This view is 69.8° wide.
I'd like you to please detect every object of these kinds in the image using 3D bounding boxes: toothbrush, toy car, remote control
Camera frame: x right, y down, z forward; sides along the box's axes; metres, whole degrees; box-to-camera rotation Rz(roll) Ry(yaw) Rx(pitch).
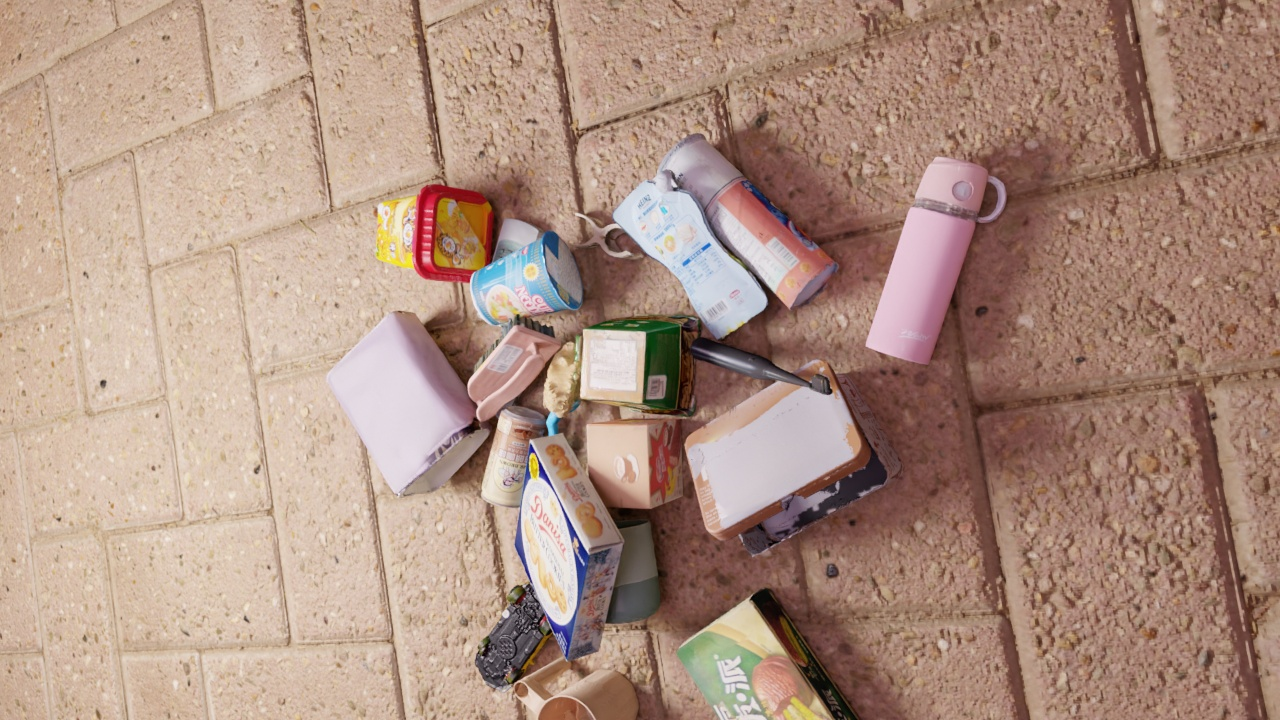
[{"bbox_3d":[0.122,0.006,0.948,0.213,0.026,0.027,20,125,56],"label":"toothbrush"},{"bbox_3d":[-0.152,0.342,1.146,0.071,0.041,0.156,39,105,20],"label":"toy car"},{"bbox_3d":[-0.164,-0.110,1.153,0.056,0.019,0.135,23,101,24],"label":"remote control"}]

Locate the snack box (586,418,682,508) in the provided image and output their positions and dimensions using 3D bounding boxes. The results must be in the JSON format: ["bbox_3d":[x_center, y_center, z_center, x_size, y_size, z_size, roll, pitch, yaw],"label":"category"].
[{"bbox_3d":[-0.005,0.114,1.039,0.077,0.094,0.093,-1,90,26],"label":"snack box"}]

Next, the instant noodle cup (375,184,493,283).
[{"bbox_3d":[-0.265,-0.159,1.159,0.124,0.115,0.116,7,95,37],"label":"instant noodle cup"}]

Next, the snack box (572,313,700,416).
[{"bbox_3d":[-0.006,0.006,1.031,0.118,0.105,0.118,3,93,26],"label":"snack box"}]

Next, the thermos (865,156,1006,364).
[{"bbox_3d":[0.294,-0.096,0.909,0.087,0.067,0.199,16,98,-7],"label":"thermos"}]

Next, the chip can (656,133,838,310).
[{"bbox_3d":[0.113,-0.149,0.987,0.214,0.071,0.071,48,110,18],"label":"chip can"}]

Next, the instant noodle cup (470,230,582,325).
[{"bbox_3d":[-0.138,-0.090,1.093,0.110,0.099,0.099,-18,83,19],"label":"instant noodle cup"}]

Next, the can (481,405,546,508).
[{"bbox_3d":[-0.157,0.119,1.134,0.058,0.058,0.116,20,100,24],"label":"can"}]

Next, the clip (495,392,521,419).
[{"bbox_3d":[-0.163,0.050,1.161,0.024,0.027,0.056,19,89,22],"label":"clip"}]

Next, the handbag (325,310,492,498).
[{"bbox_3d":[-0.292,0.054,1.178,0.145,0.098,0.197,-44,72,22],"label":"handbag"}]

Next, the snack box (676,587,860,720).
[{"bbox_3d":[0.155,0.377,0.983,0.115,0.063,0.240,-41,75,22],"label":"snack box"}]

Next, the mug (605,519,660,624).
[{"bbox_3d":[-0.031,0.244,1.068,0.112,0.082,0.106,-12,86,53],"label":"mug"}]

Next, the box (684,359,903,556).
[{"bbox_3d":[0.147,0.098,0.928,0.182,0.157,0.148,-35,77,23],"label":"box"}]

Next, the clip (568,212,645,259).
[{"bbox_3d":[-0.036,-0.155,1.085,0.103,0.034,0.076,30,106,31],"label":"clip"}]

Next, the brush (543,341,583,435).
[{"bbox_3d":[-0.103,0.095,1.107,0.046,0.083,0.255,21,108,17],"label":"brush"}]

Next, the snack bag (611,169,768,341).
[{"bbox_3d":[0.054,-0.115,1.001,0.191,0.038,0.111,53,149,0],"label":"snack bag"}]

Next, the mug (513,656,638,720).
[{"bbox_3d":[-0.075,0.404,1.075,0.125,0.103,0.084,34,105,22],"label":"mug"}]

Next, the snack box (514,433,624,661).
[{"bbox_3d":[-0.086,0.207,1.032,0.178,0.045,0.183,54,142,45],"label":"snack box"}]

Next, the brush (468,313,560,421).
[{"bbox_3d":[-0.159,0.013,1.096,0.146,0.063,0.073,-43,41,35],"label":"brush"}]
